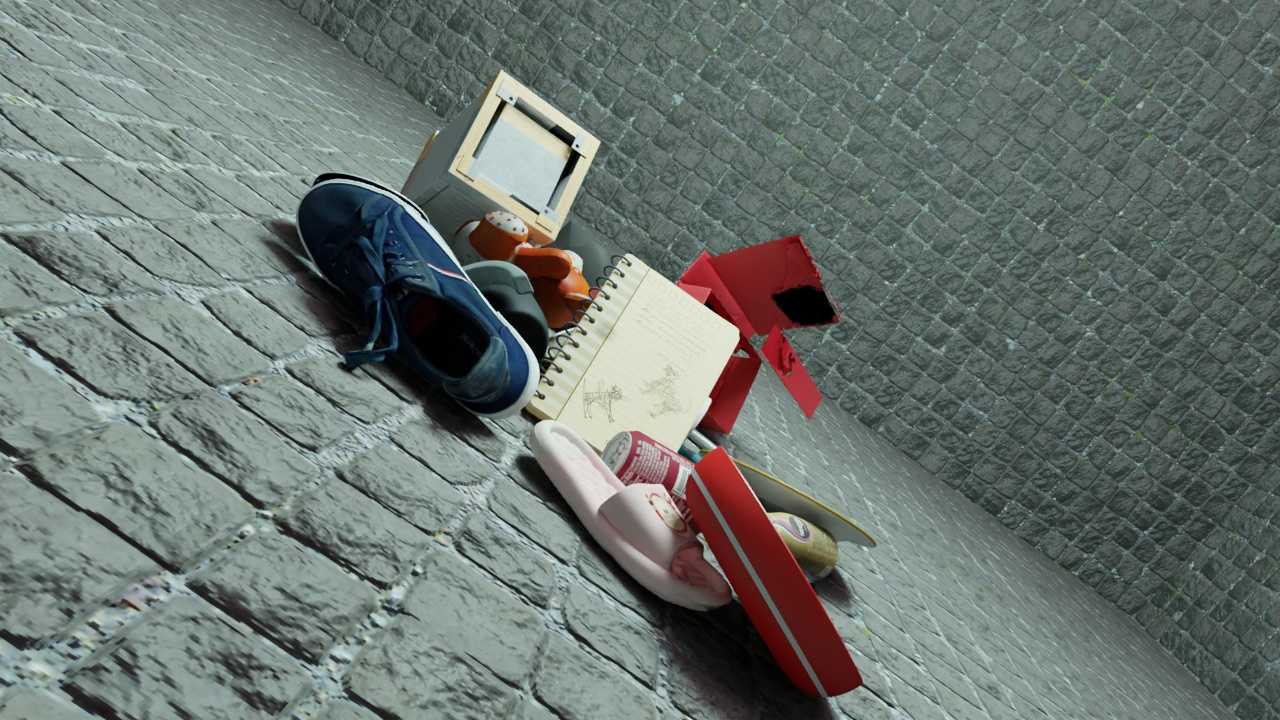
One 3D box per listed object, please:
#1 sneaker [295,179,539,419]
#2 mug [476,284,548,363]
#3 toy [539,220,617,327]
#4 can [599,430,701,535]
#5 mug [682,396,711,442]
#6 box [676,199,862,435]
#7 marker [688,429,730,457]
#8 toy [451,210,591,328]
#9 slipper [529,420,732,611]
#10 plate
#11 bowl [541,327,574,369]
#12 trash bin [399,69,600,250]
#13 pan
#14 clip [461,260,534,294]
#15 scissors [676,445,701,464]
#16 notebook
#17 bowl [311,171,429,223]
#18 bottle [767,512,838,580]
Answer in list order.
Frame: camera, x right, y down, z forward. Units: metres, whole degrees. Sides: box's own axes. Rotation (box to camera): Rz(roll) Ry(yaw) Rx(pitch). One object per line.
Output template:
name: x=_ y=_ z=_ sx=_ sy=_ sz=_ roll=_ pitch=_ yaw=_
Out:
sneaker: x=-0.216 y=-0.065 z=0.784 sx=0.294 sy=0.120 sz=0.127 roll=43 pitch=-1 yaw=20
mug: x=-0.159 y=-0.036 z=0.937 sx=0.121 sy=0.085 sz=0.094 roll=1 pitch=25 yaw=-22
toy: x=-0.089 y=-0.118 z=1.361 sx=0.159 sy=0.140 sz=0.184 roll=1 pitch=-6 yaw=7
can: x=0.020 y=0.114 z=0.856 sx=0.114 sy=0.063 sz=0.063 roll=32 pitch=11 yaw=-22
mug: x=0.026 y=0.060 z=1.136 sx=0.089 sy=0.074 sz=0.105 roll=36 pitch=36 yaw=-2
box: x=0.144 y=-0.064 z=1.278 sx=0.121 sy=0.318 sz=0.211 roll=43 pitch=-3 yaw=41
marker: x=0.088 y=0.116 z=1.236 sx=0.138 sy=0.016 sz=0.022 roll=38 pitch=-21 yaw=16
toy: x=-0.124 y=-0.103 z=1.036 sx=0.172 sy=0.092 sz=0.164 roll=36 pitch=-15 yaw=-23
slipper: x=-0.007 y=0.122 z=0.752 sx=0.221 sy=0.056 sz=0.106 roll=42 pitch=10 yaw=25
plate: x=0.166 y=0.169 z=1.079 sx=0.230 sy=0.021 sz=0.230 roll=29 pitch=-10 yaw=5
bowl: x=-0.028 y=0.003 z=1.068 sx=0.178 sy=0.178 sz=0.081 roll=-106 pitch=-175 yaw=-74
trash bin: x=-0.192 y=-0.221 z=1.148 sx=0.142 sy=0.142 sz=0.247 roll=31 pitch=-21 yaw=-25
pan: x=0.117 y=0.190 z=0.790 sx=0.208 sy=0.067 sz=0.356 roll=59 pitch=-1 yaw=23
clip: x=-0.202 y=-0.043 z=0.885 sx=0.174 sy=0.158 sz=0.030 roll=6 pitch=-45 yaw=29
scissors: x=0.086 y=0.135 z=1.043 sx=0.123 sy=0.019 sz=0.149 roll=43 pitch=-7 yaw=2
notebook: x=-0.005 y=0.006 z=0.948 sx=0.167 sy=0.224 sz=0.024 roll=35 pitch=-33 yaw=-6
bowl: x=-0.281 y=-0.128 z=0.922 sx=0.120 sy=0.066 sz=0.120 roll=15 pitch=-18 yaw=5
bottle: x=0.139 y=0.184 z=0.948 sx=0.166 sy=0.060 sz=0.059 roll=27 pitch=14 yaw=-41
